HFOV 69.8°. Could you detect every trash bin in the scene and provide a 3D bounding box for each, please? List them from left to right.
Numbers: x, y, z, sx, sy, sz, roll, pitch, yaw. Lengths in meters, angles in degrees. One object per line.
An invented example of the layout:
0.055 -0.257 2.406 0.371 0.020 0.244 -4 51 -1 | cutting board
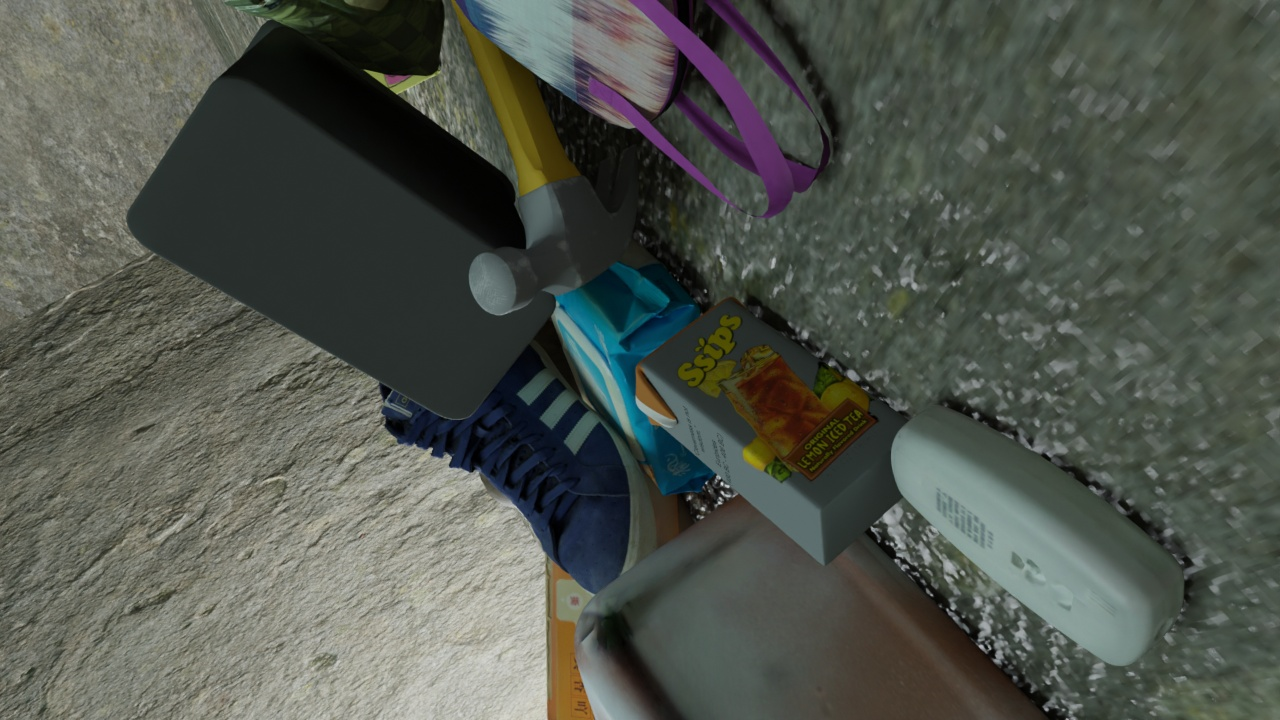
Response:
-0.157 -0.089 0.520 0.191 0.098 0.219 34 -168 -26 | trash bin
0.095 0.211 0.502 0.259 0.181 0.157 47 160 33 | trash bin

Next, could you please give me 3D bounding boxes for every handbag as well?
-0.146 -0.226 0.501 0.186 0.117 0.113 -7 -80 -74 | handbag
0.003 -0.124 0.356 0.170 0.068 0.145 47 164 11 | handbag

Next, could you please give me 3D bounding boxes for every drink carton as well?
0.063 0.030 0.440 0.125 0.076 0.048 39 157 37 | drink carton

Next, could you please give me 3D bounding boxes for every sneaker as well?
-0.091 0.052 0.589 0.118 0.092 0.233 16 -148 -47 | sneaker

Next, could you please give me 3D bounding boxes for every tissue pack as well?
-0.004 0.004 0.608 0.117 0.066 0.209 47 164 36 | tissue pack

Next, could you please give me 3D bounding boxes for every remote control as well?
0.142 0.061 0.342 0.114 0.028 0.060 41 158 44 | remote control

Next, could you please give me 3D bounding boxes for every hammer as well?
-0.084 -0.188 0.435 0.029 0.126 0.323 -17 97 39 | hammer

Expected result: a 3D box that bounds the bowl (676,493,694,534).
0.008 0.142 0.865 0.152 0.050 0.152 51 163 21 | bowl

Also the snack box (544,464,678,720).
-0.014 0.166 0.709 0.145 0.081 0.195 -12 -78 -75 | snack box

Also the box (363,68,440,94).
-0.225 -0.301 0.645 0.124 0.082 0.221 50 164 26 | box

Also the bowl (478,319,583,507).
-0.076 0.044 0.774 0.070 0.161 0.162 0 138 16 | bowl

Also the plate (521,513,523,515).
-0.110 0.041 0.859 0.186 0.016 0.187 -72 -34 -53 | plate
